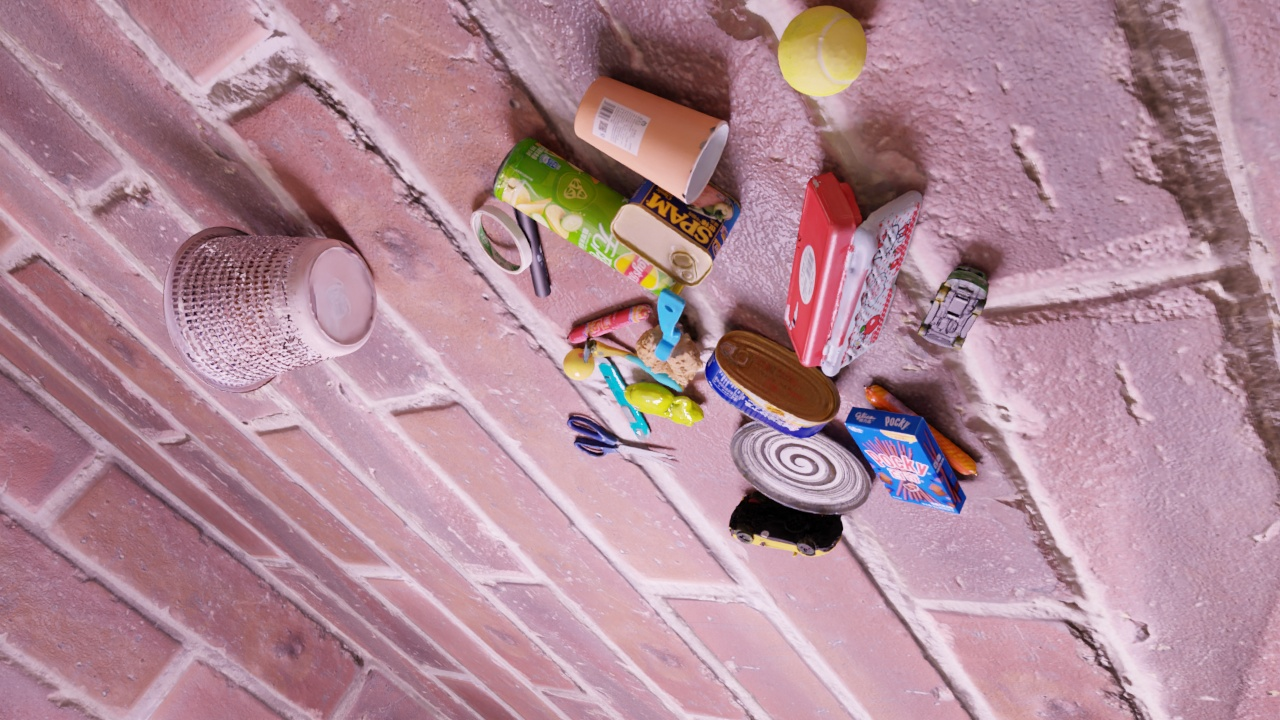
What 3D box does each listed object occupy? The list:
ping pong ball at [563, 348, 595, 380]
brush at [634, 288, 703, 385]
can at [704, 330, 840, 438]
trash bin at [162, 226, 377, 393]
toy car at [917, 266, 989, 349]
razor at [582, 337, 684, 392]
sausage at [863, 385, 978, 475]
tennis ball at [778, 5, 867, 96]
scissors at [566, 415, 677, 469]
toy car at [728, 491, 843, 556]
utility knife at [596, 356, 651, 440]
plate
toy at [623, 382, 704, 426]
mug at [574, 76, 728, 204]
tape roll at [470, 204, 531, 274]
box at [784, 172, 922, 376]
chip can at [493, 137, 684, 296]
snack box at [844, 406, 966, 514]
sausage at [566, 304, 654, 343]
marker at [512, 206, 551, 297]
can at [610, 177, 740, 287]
[{"bbox_3d":[-0.077,0.005,1.153,0.040,0.040,0.040,19,143,15],"label":"ping pong ball"},{"bbox_3d":[0.031,-0.026,0.968,0.083,0.045,0.255,33,170,9],"label":"brush"},{"bbox_3d":[0.142,0.027,0.997,0.148,0.074,0.049,30,148,2],"label":"can"},{"bbox_3d":[-0.469,-0.075,1.212,0.192,0.226,0.228,-5,133,22],"label":"trash bin"},{"bbox_3d":[0.286,-0.047,0.835,0.043,0.036,0.091,22,143,10],"label":"toy car"},{"bbox_3d":[-0.007,0.007,1.114,0.132,0.028,0.043,22,150,1],"label":"razor"},{"bbox_3d":[0.302,0.076,0.985,0.165,0.021,0.022,37,144,-9],"label":"sausage"},{"bbox_3d":[0.137,-0.232,0.690,0.065,0.065,0.066,19,143,15],"label":"tennis ball"},{"bbox_3d":[-0.028,0.126,1.290,0.171,0.012,0.142,33,145,-1],"label":"scissors"},{"bbox_3d":[0.188,0.218,1.197,0.156,0.071,0.041,6,137,29],"label":"toy car"},{"bbox_3d":[-0.022,0.052,1.195,0.029,0.013,0.164,0,135,31],"label":"utility knife"},{"bbox_3d":[0.196,0.126,1.123,0.179,0.024,0.180,19,145,14],"label":"plate"},{"bbox_3d":[0.027,0.053,1.144,0.100,0.031,0.097,28,156,-11],"label":"toy"},{"bbox_3d":[0.007,-0.201,0.817,0.123,0.078,0.078,28,145,10],"label":"mug"},{"bbox_3d":[-0.159,-0.137,1.043,0.086,0.013,0.086,33,148,24],"label":"tape roll"},{"bbox_3d":[0.199,-0.076,0.844,0.098,0.095,0.202,-9,142,-7],"label":"box"},{"bbox_3d":[-0.042,-0.141,0.923,0.221,0.072,0.073,31,145,-2],"label":"chip can"},{"bbox_3d":[0.291,0.110,1.003,0.085,0.026,0.157,9,148,45],"label":"snack box"},{"bbox_3d":[-0.039,-0.043,1.086,0.156,0.020,0.020,-17,124,46],"label":"sausage"},{"bbox_3d":[-0.123,-0.124,1.046,0.022,0.020,0.132,8,140,14],"label":"marker"},{"bbox_3d":[0.035,-0.133,0.868,0.102,0.083,0.057,34,145,-5],"label":"can"}]
